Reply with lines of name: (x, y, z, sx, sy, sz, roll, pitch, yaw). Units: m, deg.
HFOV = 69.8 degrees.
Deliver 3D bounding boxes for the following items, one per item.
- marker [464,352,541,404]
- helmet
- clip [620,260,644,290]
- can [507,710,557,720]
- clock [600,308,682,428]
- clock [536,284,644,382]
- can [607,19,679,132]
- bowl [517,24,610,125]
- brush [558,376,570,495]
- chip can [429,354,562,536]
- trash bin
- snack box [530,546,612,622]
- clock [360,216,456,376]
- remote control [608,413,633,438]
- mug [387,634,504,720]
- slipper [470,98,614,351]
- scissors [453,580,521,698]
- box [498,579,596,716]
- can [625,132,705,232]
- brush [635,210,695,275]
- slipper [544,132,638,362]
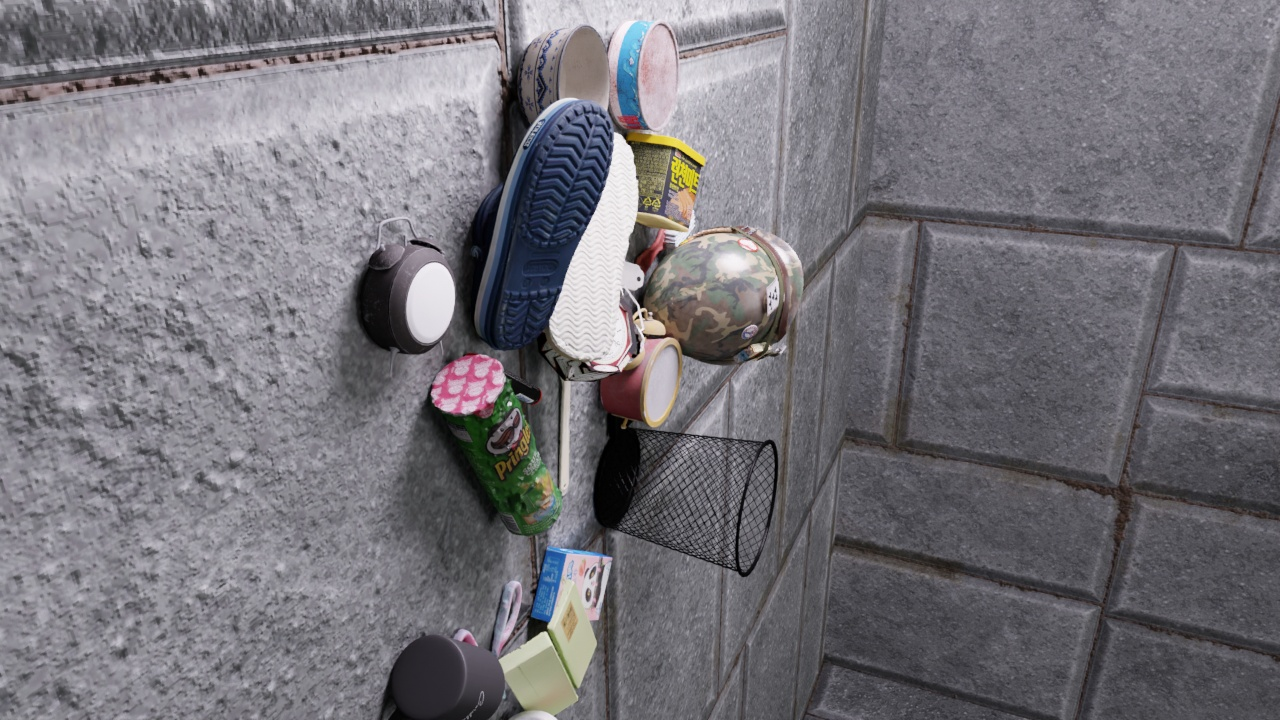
marker: (-0.140, 0.022, 0.947, 0.023, 0.021, 0.145, -48, 155, 1)
helmet: (0.121, -0.090, 1.279, 0.192, 0.225, 0.236, 71, 16, 8)
clip: (-0.027, -0.110, 1.179, 0.054, 0.041, 0.101, 12, 88, -50)
can: (-0.120, 0.499, 1.107, 0.088, 0.088, 0.166, -60, 151, -41)
clock: (-0.007, 0.007, 1.189, 0.116, 0.081, 0.159, -50, 145, -47)
clock: (-0.054, -0.038, 1.039, 0.154, 0.065, 0.114, -29, 97, -47)
can: (0.004, -0.346, 1.117, 0.129, 0.044, 0.130, 10, 90, -68)
bowl: (-0.081, -0.274, 0.916, 0.115, 0.059, 0.115, 10, 90, -68)
brush: (-0.090, 0.065, 1.106, 0.033, 0.012, 0.218, -37, 134, -61)
chip can: (-0.136, 0.093, 0.915, 0.223, 0.075, 0.075, 73, 34, -48)
trash bin: (0.061, 0.179, 1.257, 0.184, 0.210, 0.184, 10, 89, -68)
snack box: (-0.086, 0.289, 1.179, 0.154, 0.033, 0.088, 34, 67, -66)
clock: (-0.188, -0.055, 0.762, 0.091, 0.044, 0.123, -33, 129, -62)
remote control: (-0.010, 0.062, 1.298, 0.149, 0.013, 0.034, -43, 137, -58)
mug: (-0.195, 0.322, 0.879, 0.113, 0.078, 0.088, -49, 151, -7)
slipper: (-0.112, -0.132, 0.872, 0.105, 0.095, 0.253, -1, 118, -50)
scissors: (-0.164, 0.323, 1.025, 0.171, 0.014, 0.167, 76, 32, -45)
box: (-0.100, 0.360, 1.104, 0.140, 0.048, 0.188, -49, 150, -29)
can: (0.026, -0.227, 1.188, 0.130, 0.073, 0.101, 2, 99, -68)
brush: (0.037, -0.166, 1.297, 0.171, 0.030, 0.041, -56, 147, -46)
slipper: (-0.059, -0.127, 0.983, 0.114, 0.054, 0.272, 21, 65, -36)
